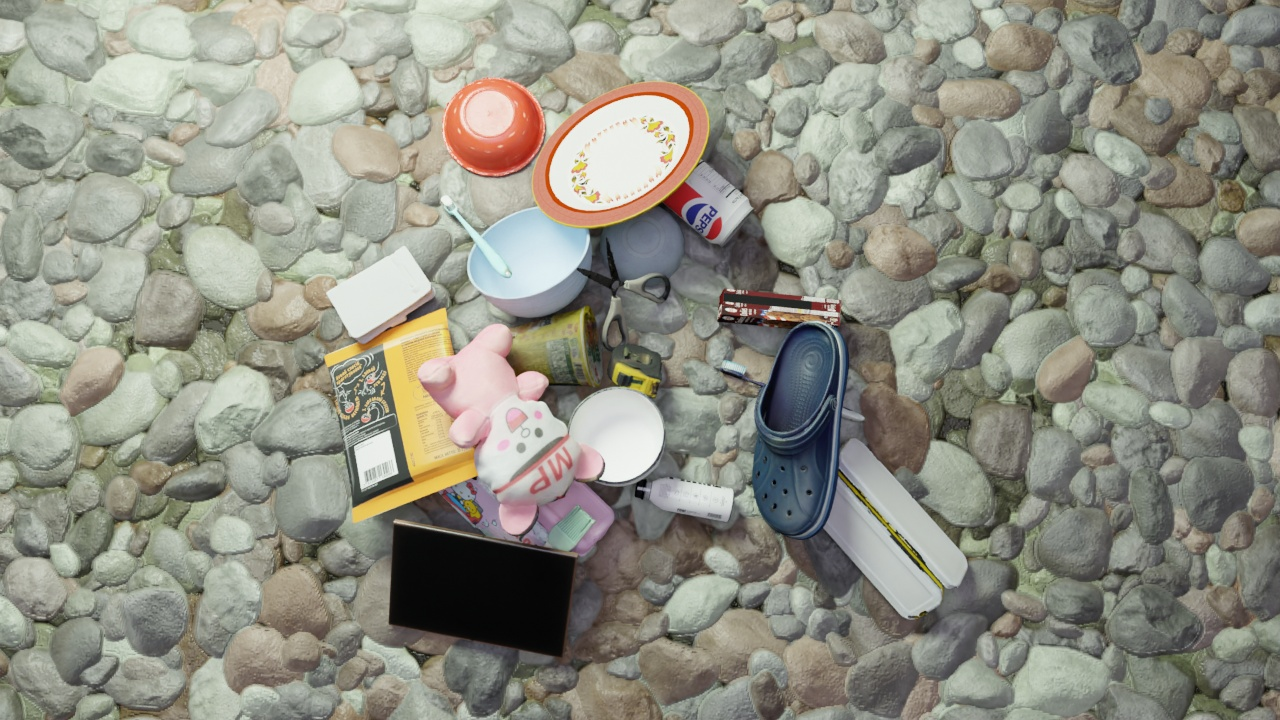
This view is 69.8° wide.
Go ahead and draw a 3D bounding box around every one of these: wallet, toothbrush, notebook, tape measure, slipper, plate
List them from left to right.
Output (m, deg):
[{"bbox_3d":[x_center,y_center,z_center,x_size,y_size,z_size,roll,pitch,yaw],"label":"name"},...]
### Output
[{"bbox_3d":[-0.312,-0.079,1.114,0.116,0.032,0.086,-31,70,-4],"label":"wallet"},{"bbox_3d":[-0.195,-0.147,1.084,0.016,0.016,0.180,-35,52,-9],"label":"toothbrush"},{"bbox_3d":[-0.182,0.261,1.044,0.209,0.008,0.141,10,112,3],"label":"notebook"},{"bbox_3d":[-0.024,-0.244,1.095,0.230,0.021,0.229,-14,53,19],"label":"plate"},{"bbox_3d":[-0.006,0.006,1.094,0.062,0.067,0.038,14,125,-6],"label":"tape measure"},{"bbox_3d":[0.172,0.076,1.055,0.105,0.095,0.252,7,85,38],"label":"slipper"},{"bbox_3d":[0.187,0.039,1.122,0.189,0.016,0.017,20,72,1],"label":"toothbrush"}]

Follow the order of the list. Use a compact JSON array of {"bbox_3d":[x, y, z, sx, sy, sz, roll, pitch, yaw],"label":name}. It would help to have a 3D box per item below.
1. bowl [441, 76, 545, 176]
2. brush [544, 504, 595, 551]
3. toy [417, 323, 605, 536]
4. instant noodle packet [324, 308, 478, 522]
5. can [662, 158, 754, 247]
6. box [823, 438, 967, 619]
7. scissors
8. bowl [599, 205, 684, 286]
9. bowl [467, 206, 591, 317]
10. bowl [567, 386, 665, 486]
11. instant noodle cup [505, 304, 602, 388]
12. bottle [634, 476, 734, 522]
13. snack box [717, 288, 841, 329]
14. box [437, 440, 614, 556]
[{"bbox_3d":[-0.184,-0.297,1.137,0.130,0.045,0.130,0,82,-2],"label":"bowl"},{"bbox_3d":[-0.129,0.245,1.045,0.033,0.012,0.218,44,108,3],"label":"brush"},{"bbox_3d":[-0.145,0.072,1.003,0.141,0.084,0.213,-35,85,-38],"label":"toy"},{"bbox_3d":[-0.277,0.058,1.063,0.160,0.032,0.220,-21,64,4],"label":"instant noodle packet"},{"bbox_3d":[0.068,-0.204,1.121,0.132,0.070,0.070,41,83,3],"label":"can"},{"bbox_3d":[0.290,0.200,1.102,0.210,0.079,0.084,49,124,5],"label":"box"},{"bbox_3d":[-0.020,-0.077,1.081,0.012,0.157,0.169,35,125,35],"label":"scissors"},{"bbox_3d":[0.003,-0.146,1.127,0.106,0.039,0.106,0,83,-2],"label":"bowl"},{"bbox_3d":[-0.122,-0.105,1.088,0.151,0.075,0.150,-9,49,10],"label":"bowl"},{"bbox_3d":[-0.025,0.095,1.073,0.116,0.066,0.116,-2,70,5],"label":"bowl"},{"bbox_3d":[-0.106,-0.010,1.084,0.108,0.102,0.102,-7,83,8],"label":"instant noodle cup"},{"bbox_3d":[0.051,0.162,1.089,0.116,0.041,0.041,11,82,0],"label":"bottle"},{"bbox_3d":[0.167,-0.060,1.115,0.141,0.051,0.031,6,82,-1],"label":"snack box"},{"bbox_3d":[-0.141,0.165,1.086,0.201,0.103,0.100,42,44,4],"label":"box"}]
